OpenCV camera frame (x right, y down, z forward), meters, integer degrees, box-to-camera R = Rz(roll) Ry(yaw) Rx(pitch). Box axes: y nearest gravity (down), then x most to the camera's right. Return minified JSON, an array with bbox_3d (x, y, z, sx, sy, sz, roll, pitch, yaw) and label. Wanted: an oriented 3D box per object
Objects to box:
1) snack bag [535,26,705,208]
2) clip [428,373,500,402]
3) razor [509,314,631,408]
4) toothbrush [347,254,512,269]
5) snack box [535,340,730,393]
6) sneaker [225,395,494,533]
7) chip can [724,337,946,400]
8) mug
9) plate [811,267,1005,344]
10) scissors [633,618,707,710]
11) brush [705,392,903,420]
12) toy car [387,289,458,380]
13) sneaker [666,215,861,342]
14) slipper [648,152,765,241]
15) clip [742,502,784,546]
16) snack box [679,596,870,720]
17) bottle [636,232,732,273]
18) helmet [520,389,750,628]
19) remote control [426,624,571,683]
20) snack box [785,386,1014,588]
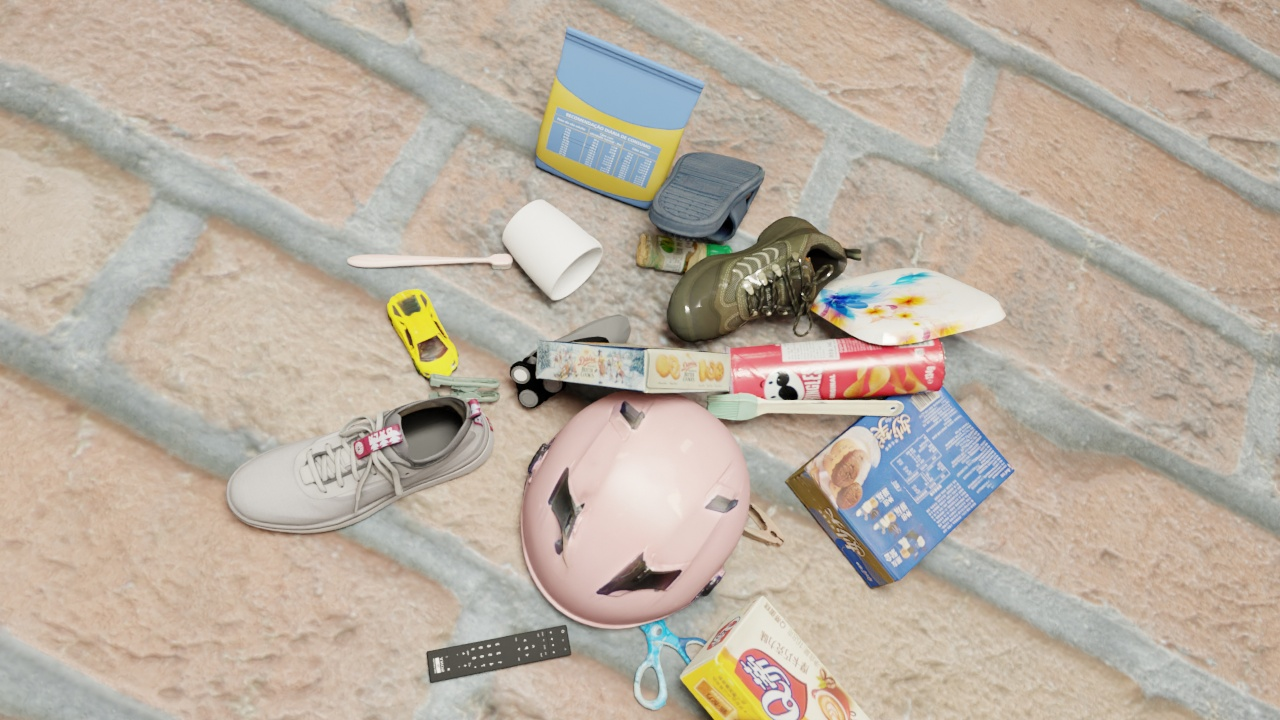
[{"bbox_3d":[-0.025,-0.278,1.031,0.159,0.206,0.102,21,68,-5],"label":"snack bag"},{"bbox_3d":[-0.189,0.038,0.982,0.078,0.023,0.049,12,108,-19],"label":"clip"},{"bbox_3d":[-0.072,-0.007,1.009,0.155,0.060,0.057,-38,126,-37],"label":"razor"},{"bbox_3d":[-0.235,-0.110,1.029,0.181,0.018,0.015,-1,70,-11],"label":"toothbrush"},{"bbox_3d":[-0.006,0.005,0.930,0.144,0.145,0.042,2,93,-52],"label":"snack box"},{"bbox_3d":[-0.268,0.094,0.887,0.262,0.129,0.096,-16,74,-16],"label":"sneaker"},{"bbox_3d":[0.212,0.010,1.017,0.233,0.073,0.073,-5,71,5],"label":"chip can"},{"bbox_3d":[-0.092,-0.131,1.042,0.087,0.081,0.114,45,36,12],"label":"mug"},{"bbox_3d":[0.302,-0.070,1.061,0.186,0.187,0.016,-13,115,-17],"label":"plate"},{"bbox_3d":[0.030,0.283,0.951,0.114,0.013,0.140,-5,70,-15],"label":"scissors"},{"bbox_3d":[0.179,0.051,0.998,0.217,0.033,0.012,1,45,-3],"label":"brush"},{"bbox_3d":[-0.234,-0.028,0.991,0.049,0.030,0.107,-28,80,-21],"label":"toy car"},{"bbox_3d":[0.154,-0.074,1.029,0.237,0.101,0.143,-34,38,-26],"label":"sneaker"},{"bbox_3d":[0.070,-0.176,1.064,0.101,0.083,0.262,21,32,11],"label":"slipper"},{"bbox_3d":[0.127,0.186,0.999,0.060,0.024,0.039,46,67,2],"label":"clip"},{"bbox_3d":[0.154,0.359,0.902,0.230,0.062,0.109,49,41,7],"label":"snack box"},{"bbox_3d":[0.052,-0.124,1.083,0.111,0.043,0.043,8,69,-9],"label":"bottle"},{"bbox_3d":[0.001,0.143,0.921,0.230,0.153,0.254,44,70,4],"label":"helmet"},{"bbox_3d":[-0.139,0.290,0.909,0.140,0.009,0.030,-7,72,-15],"label":"remote control"},{"bbox_3d":[0.291,0.130,1.032,0.202,0.069,0.155,-35,82,-22],"label":"snack box"}]
